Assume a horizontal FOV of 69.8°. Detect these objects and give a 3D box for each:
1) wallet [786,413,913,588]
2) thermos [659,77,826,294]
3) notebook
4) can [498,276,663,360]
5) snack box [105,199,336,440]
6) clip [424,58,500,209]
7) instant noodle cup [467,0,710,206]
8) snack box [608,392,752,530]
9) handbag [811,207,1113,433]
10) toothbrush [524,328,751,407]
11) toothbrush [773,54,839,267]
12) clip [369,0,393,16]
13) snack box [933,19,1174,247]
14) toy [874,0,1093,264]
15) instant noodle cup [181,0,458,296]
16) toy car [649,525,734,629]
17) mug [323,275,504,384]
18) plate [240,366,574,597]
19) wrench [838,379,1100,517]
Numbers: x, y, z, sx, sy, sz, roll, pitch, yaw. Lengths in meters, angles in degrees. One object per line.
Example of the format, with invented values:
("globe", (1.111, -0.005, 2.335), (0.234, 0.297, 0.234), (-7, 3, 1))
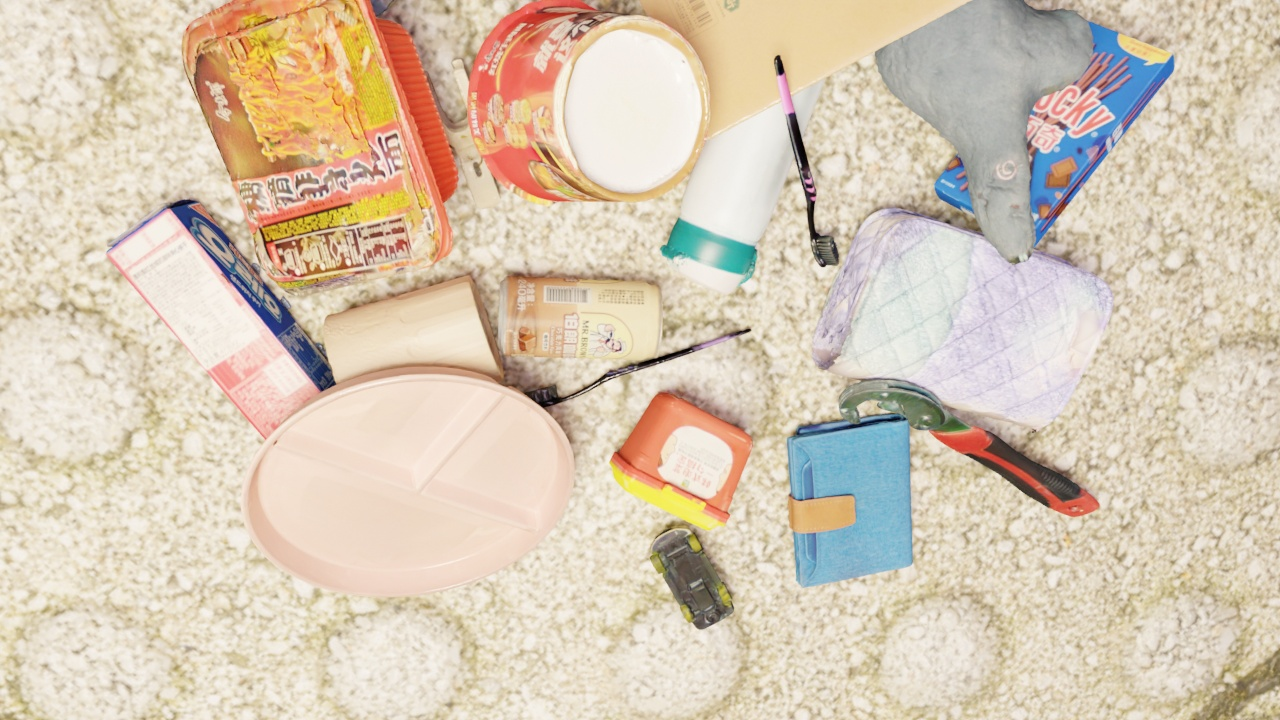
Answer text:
("wallet", (0.170, 0.114, 0.744), (0.106, 0.040, 0.133), (-8, 104, -9))
("thermos", (0.082, -0.157, 0.648), (0.073, 0.073, 0.224), (18, 102, -11))
("notebook", (0.103, -0.256, 0.589), (0.208, 0.008, 0.148), (-26, 93, 14))
("can", (-0.044, -0.031, 0.669), (0.116, 0.058, 0.058), (2, 104, -8))
("snack box", (-0.274, -0.013, 0.647), (0.058, 0.057, 0.207), (-33, 106, 5))
("clip", (-0.126, -0.165, 0.644), (0.035, 0.092, 0.103), (-21, 141, -2))
("instant noodle cup", (-0.029, -0.163, 0.588), (0.137, 0.109, 0.138), (-10, 110, -29))
("snack box", (0.034, 0.074, 0.696), (0.091, 0.082, 0.080), (28, 89, -14))
("handbag", (0.242, -0.030, 0.696), (0.194, 0.075, 0.134), (16, 106, -9))
("toothbrush", (-0.004, 0.004, 0.707), (0.189, 0.014, 0.017), (-19, 94, -2))
("toothbrush", (0.116, -0.130, 0.637), (0.014, 0.018, 0.189), (-61, 146, -28))
("clip", (-0.165, -0.254, 0.617), (0.057, 0.031, 0.025), (-28, 104, 6))
("snack box", (0.296, -0.167, 0.664), (0.157, 0.084, 0.026), (-54, 146, 7))
("toy", (0.227, -0.244, 0.621), (0.138, 0.091, 0.356), (0, 92, -1))
("instant noodle cup", (-0.195, -0.145, 0.587), (0.165, 0.078, 0.189), (-7, 110, 30))
("toy car", (0.040, 0.174, 0.744), (0.042, 0.035, 0.090), (-30, 105, 0))
("mug", (-0.154, 0.007, 0.661), (0.103, 0.084, 0.125), (-18, 130, -4))
("plate", (-0.161, 0.090, 0.656), (0.229, 0.028, 0.230), (-10, 133, -12))
("wrench", (0.270, 0.074, 0.727), (0.273, 0.016, 0.056), (25, 138, -22))
